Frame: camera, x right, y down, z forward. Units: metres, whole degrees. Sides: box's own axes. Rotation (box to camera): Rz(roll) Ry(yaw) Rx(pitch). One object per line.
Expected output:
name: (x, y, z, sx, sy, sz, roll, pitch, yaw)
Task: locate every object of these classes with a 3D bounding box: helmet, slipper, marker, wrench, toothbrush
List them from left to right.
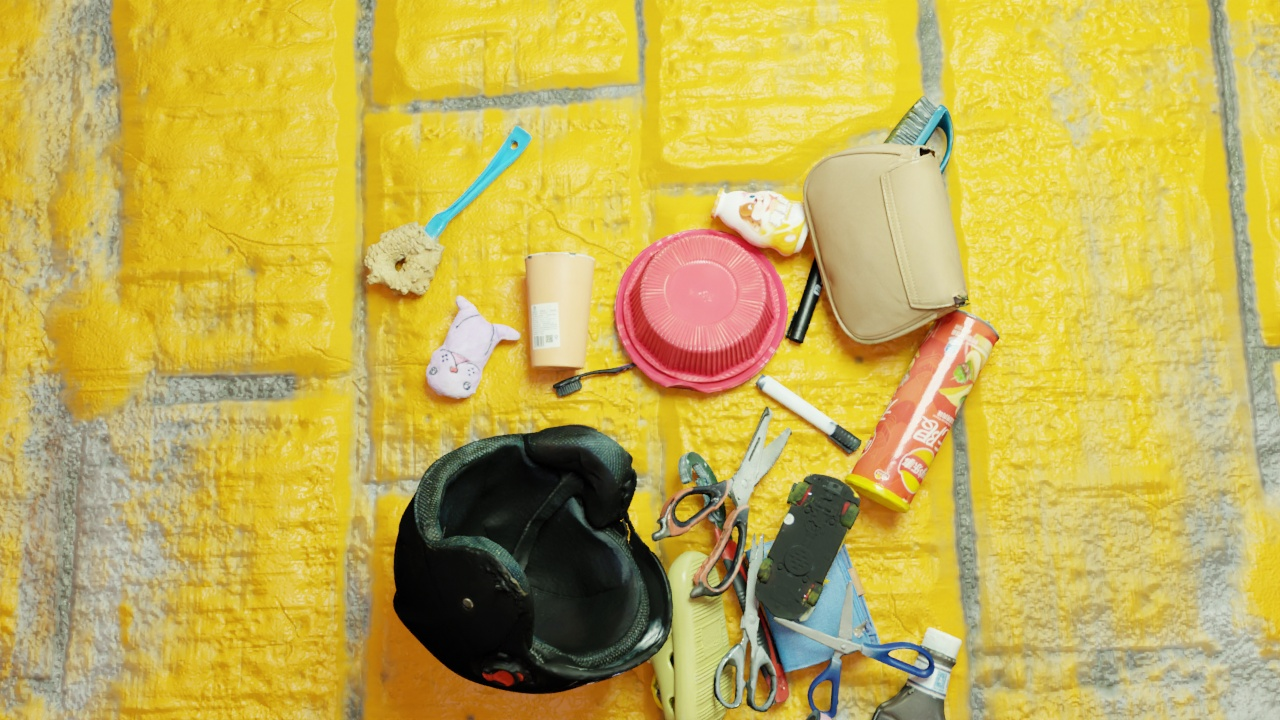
helmet: (-0.109, 0.205, 0.888, 0.274, 0.232, 0.231, 42, 128, 1)
toothbrush: (-0.006, 0.006, 1.023, 0.189, 0.014, 0.018, -17, 96, -1)
slipper: (0.043, 0.291, 0.944, 0.082, 0.091, 0.190, -6, 85, 37)
wrench: (0.101, 0.224, 0.964, 0.016, 0.056, 0.273, -25, 83, 32)
marker: (0.182, 0.058, 1.001, 0.131, 0.018, 0.022, 34, 93, 8)
marker: (0.192, -0.083, 1.024, 0.022, 0.020, 0.132, 15, 81, 35)

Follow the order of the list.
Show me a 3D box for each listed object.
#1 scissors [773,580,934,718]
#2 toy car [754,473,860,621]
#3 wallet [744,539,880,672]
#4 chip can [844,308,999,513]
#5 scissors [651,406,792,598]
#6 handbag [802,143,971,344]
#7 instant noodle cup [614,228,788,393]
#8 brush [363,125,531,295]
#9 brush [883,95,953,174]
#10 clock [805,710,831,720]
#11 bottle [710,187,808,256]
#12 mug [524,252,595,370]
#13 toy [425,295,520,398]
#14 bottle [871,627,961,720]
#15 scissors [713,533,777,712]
scissors: (0.210, 0.289, 0.909, 0.162, 0.012, 0.173, 3, 113, 4)
toy car: (0.168, 0.189, 0.934, 0.071, 0.041, 0.155, 23, 80, 18)
wallet: (0.179, 0.245, 0.957, 0.106, 0.040, 0.133, -19, 74, 3)
chip can: (0.298, 0.052, 0.968, 0.073, 0.073, 0.216, 30, 82, 8)
scissors: (0.090, 0.138, 0.941, 0.215, 0.015, 0.195, 0, 78, -33)
handbag: (0.259, -0.126, 0.959, 0.148, 0.099, 0.204, -8, 101, 44)
instant noodle cup: (0.067, -0.064, 0.997, 0.194, 0.066, 0.193, 0, 76, 1)
brush: (-0.217, -0.172, 1.057, 0.083, 0.046, 0.254, 39, 81, 13)
brush: (0.302, -0.223, 1.023, 0.073, 0.055, 0.143, 34, 83, 9)
clock: (0.171, 0.404, 0.870, 0.060, 0.158, 0.117, 26, 83, 10)
bottle: (0.133, -0.158, 1.017, 0.108, 0.063, 0.063, 20, 82, 6)
mug: (-0.090, -0.052, 1.009, 0.078, 0.078, 0.122, 0, 84, 3)
toy: (-0.194, -0.006, 1.023, 0.084, 0.039, 0.108, 29, 82, -1)
bottle: (0.276, 0.369, 0.928, 0.080, 0.044, 0.194, 20, 80, 16)
scissors: (0.104, 0.264, 0.929, 0.136, 0.014, 0.174, -23, 86, -24)
